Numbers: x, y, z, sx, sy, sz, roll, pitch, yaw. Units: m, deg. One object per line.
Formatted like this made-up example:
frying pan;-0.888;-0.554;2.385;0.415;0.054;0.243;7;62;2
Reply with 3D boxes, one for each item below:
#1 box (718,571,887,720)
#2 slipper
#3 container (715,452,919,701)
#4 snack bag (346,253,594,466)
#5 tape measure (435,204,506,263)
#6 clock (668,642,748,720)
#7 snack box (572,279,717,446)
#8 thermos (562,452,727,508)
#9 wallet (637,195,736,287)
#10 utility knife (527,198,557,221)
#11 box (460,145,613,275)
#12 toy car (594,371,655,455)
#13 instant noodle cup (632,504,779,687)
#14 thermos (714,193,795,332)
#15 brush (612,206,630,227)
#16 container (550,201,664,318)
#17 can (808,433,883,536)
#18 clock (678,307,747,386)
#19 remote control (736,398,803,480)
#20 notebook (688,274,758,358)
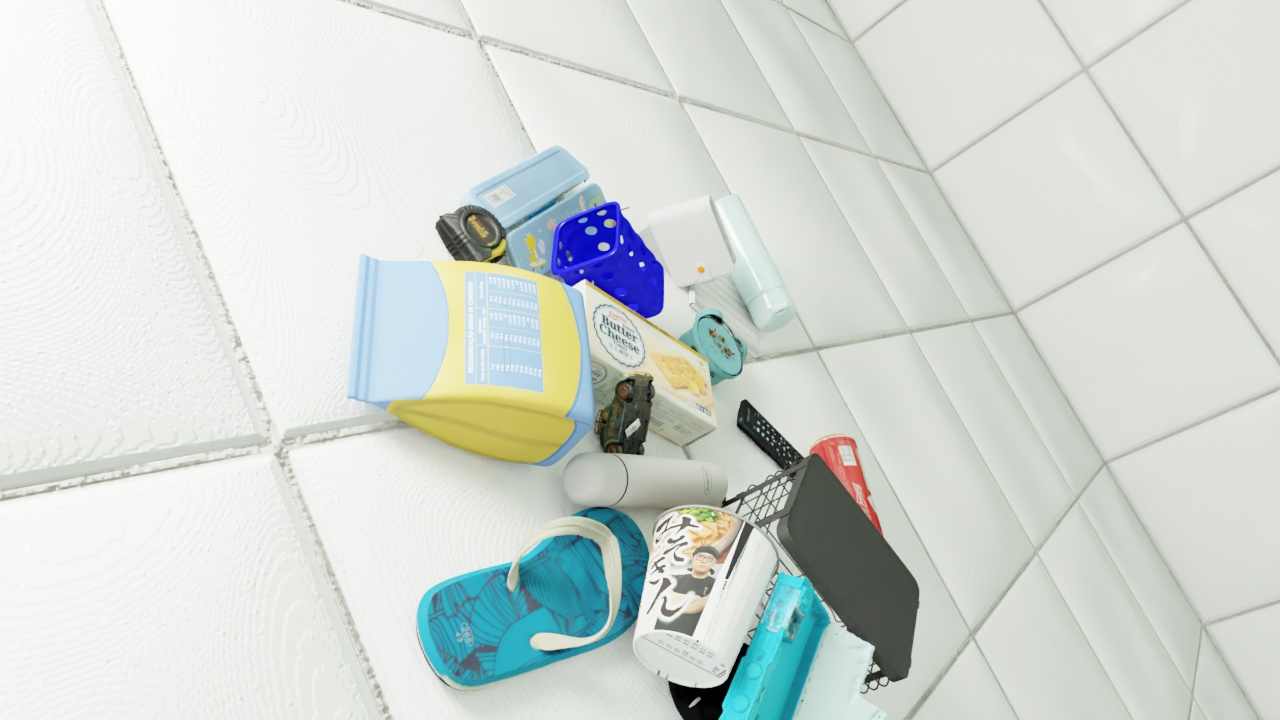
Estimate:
box;0.138;0.334;0.833;0.182;0.072;0.226;43;59;-24
slipper;-0.063;0.193;0.775;0.294;0.060;0.118;-9;73;-56
container;0.181;0.239;0.993;0.241;0.131;0.162;52;32;-7
snack bag;-0.152;-0.007;0.808;0.205;0.103;0.158;16;48;-29
tape measure;-0.172;-0.126;0.939;0.067;0.038;0.062;53;40;1
clock;0.073;0.296;0.878;0.091;0.043;0.120;45;33;-18
snack box;-0.006;0.006;1.022;0.207;0.058;0.104;32;39;-35
thermos;0.009;0.123;0.929;0.223;0.052;0.052;13;52;-52
wallet;0.058;-0.153;1.226;0.037;0.115;0.118;-75;145;-51
utility knife;-0.114;-0.201;1.106;0.031;0.015;0.174;39;37;-23
box;-0.107;-0.173;1.051;0.127;0.034;0.208;53;39;-6
toy car;-0.020;0.063;0.951;0.047;0.047;0.112;5;98;-52
instant noodle cup;0.052;0.217;0.827;0.123;0.124;0.121;44;43;-19
thermos;0.161;-0.142;1.360;0.078;0.065;0.206;105;-39;-73
brush;-0.050;-0.184;1.174;0.048;0.017;0.126;57;31;2
container;-0.033;-0.103;1.033;0.113;0.085;0.084;49;34;-44
can;0.277;0.183;1.236;0.067;0.067;0.170;27;42;-39
clock;0.093;-0.017;1.182;0.090;0.053;0.124;52;32;-9
remote control;0.176;0.114;1.208;0.150;0.022;0.047;44;33;-22
notebook;0.120;-0.116;1.352;0.142;0.009;0.209;36;37;-30
